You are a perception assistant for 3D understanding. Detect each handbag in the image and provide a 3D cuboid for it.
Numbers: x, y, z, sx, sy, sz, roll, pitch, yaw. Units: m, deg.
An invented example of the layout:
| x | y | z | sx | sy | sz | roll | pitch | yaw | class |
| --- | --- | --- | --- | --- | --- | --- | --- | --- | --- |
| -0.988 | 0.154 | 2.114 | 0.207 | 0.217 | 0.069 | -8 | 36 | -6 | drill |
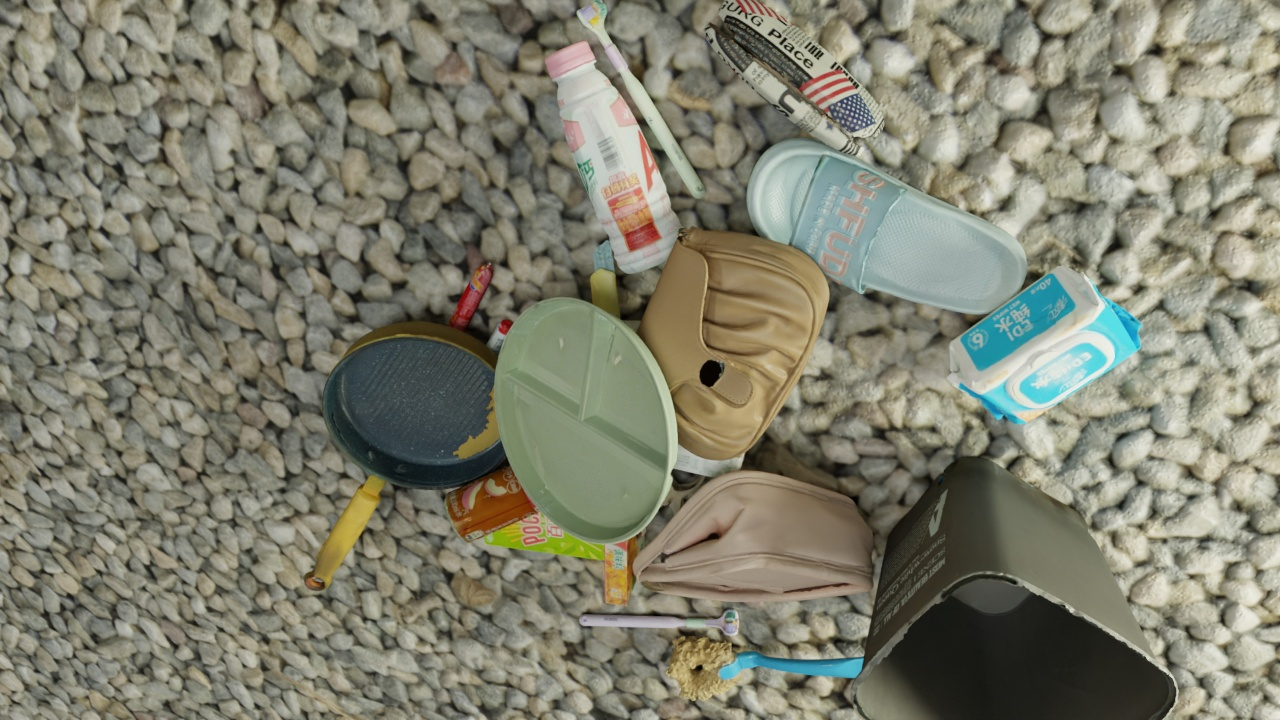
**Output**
| x | y | z | sx | sy | sz | roll | pitch | yaw | class |
| --- | --- | --- | --- | --- | --- | --- | --- | --- | --- |
| 0.092 | 0.198 | 0.909 | 0.193 | 0.093 | 0.235 | 18 | 144 | -34 | handbag |
| 0.067 | -0.011 | 0.793 | 0.148 | 0.099 | 0.205 | 27 | 123 | 6 | handbag |

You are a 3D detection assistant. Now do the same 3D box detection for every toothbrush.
| x | y | z | sx | sy | sz | roll | pitch | yaw | class |
| --- | --- | --- | --- | --- | --- | --- | --- | --- | --- |
| 0.018 | 0.297 | 1.043 | 0.189 | 0.029 | 0.021 | -5 | 151 | 19 | toothbrush |
| 0.005 | -0.222 | 0.793 | 0.189 | 0.029 | 0.020 | 57 | 158 | -16 | toothbrush |

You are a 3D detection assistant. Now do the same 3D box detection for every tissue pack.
| x | y | z | sx | sy | sz | roll | pitch | yaw | class |
| --- | --- | --- | --- | --- | --- | --- | --- | --- | --- |
| 0.334 | -0.008 | 0.763 | 0.090 | 0.063 | 0.140 | 30 | 123 | -33 | tissue pack |

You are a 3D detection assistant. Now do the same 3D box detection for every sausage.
| x | y | z | sx | sy | sz | roll | pitch | yaw | class |
| --- | --- | --- | --- | --- | --- | --- | --- | --- | --- |
| -0.183 | -0.041 | 0.935 | 0.020 | 0.020 | 0.156 | 31 | 119 | -1 | sausage |

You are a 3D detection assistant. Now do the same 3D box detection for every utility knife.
| x | y | z | sx | sy | sz | roll | pitch | yaw | class |
| --- | --- | --- | --- | --- | --- | --- | --- | --- | --- |
| -0.027 | -0.025 | 0.862 | 0.031 | 0.019 | 0.177 | -2 | 115 | 13 | utility knife |

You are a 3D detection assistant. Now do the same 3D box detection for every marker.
| x | y | z | sx | sy | sz | roll | pitch | yaw | class |
| --- | --- | --- | --- | --- | --- | --- | --- | --- | --- |
| -0.170 | 0.014 | 0.959 | 0.017 | 0.017 | 0.146 | 34 | 119 | -2 | marker |

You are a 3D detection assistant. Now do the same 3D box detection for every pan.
| x | y | z | sx | sy | sz | roll | pitch | yaw | class |
| --- | --- | --- | --- | --- | --- | --- | --- | --- | --- |
| -0.268 | 0.113 | 0.968 | 0.197 | 0.078 | 0.358 | 29 | 119 | -18 | pan |

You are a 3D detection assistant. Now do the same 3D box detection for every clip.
| x | y | z | sx | sy | sz | roll | pitch | yaw | class |
| --- | --- | --- | --- | --- | --- | --- | --- | --- | --- |
| 0.042 | 0.148 | 0.958 | 0.076 | 0.034 | 0.104 | 36 | 111 | -1 | clip |

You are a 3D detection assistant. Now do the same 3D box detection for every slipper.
| x | y | z | sx | sy | sz | roll | pitch | yaw | class |
| --- | --- | --- | --- | --- | --- | --- | --- | --- | --- |
| 0.202 | -0.100 | 0.766 | 0.245 | 0.074 | 0.104 | 22 | 120 | 3 | slipper |

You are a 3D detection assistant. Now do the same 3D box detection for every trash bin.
| x | y | z | sx | sy | sz | roll | pitch | yaw | class |
| --- | --- | --- | --- | --- | --- | --- | --- | --- | --- |
| 0.310 | 0.219 | 0.808 | 0.198 | 0.219 | 0.199 | 31 | 120 | -1 | trash bin |

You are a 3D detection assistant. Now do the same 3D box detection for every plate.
| x | y | z | sx | sy | sz | roll | pitch | yaw | class |
| --- | --- | --- | --- | --- | --- | --- | --- | --- | --- |
| -0.052 | 0.054 | 0.837 | 0.230 | 0.027 | 0.230 | 14 | 111 | 42 | plate |

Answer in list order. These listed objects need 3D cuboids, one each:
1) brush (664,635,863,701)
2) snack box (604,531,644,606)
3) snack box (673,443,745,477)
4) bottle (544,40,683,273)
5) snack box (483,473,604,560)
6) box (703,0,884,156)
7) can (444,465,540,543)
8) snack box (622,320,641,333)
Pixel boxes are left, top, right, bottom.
| x | y | z | sx | sy | sz | roll | pitch | yaw | class |
| --- | --- | --- | --- | --- | --- | --- | --- | --- | --- |
| 0.141 | 0.336 | 1.006 | 0.255 | 0.045 | 0.083 | -9 | 109 | 26 | brush |
| -0.017 | 0.170 | 0.957 | 0.027 | 0.076 | 0.156 | 6 | 117 | 13 | snack box |
| 0.024 | 0.079 | 0.896 | 0.157 | 0.084 | 0.027 | 13 | 101 | 10 | snack box |
| -0.025 | -0.176 | 0.799 | 0.068 | 0.068 | 0.197 | -19 | 105 | 23 | bottle |
| -0.101 | 0.172 | 1.012 | 0.156 | 0.026 | 0.086 | 5 | 116 | 14 | snack box |
| 0.128 | -0.232 | 0.726 | 0.163 | 0.075 | 0.076 | 41 | 114 | -3 | box |
| -0.127 | 0.136 | 0.955 | 0.147 | 0.058 | 0.058 | -24 | 108 | 1 | can |
| -0.005 | 0.005 | 0.899 | 0.140 | 0.033 | 0.087 | 2 | 115 | 13 | snack box |
